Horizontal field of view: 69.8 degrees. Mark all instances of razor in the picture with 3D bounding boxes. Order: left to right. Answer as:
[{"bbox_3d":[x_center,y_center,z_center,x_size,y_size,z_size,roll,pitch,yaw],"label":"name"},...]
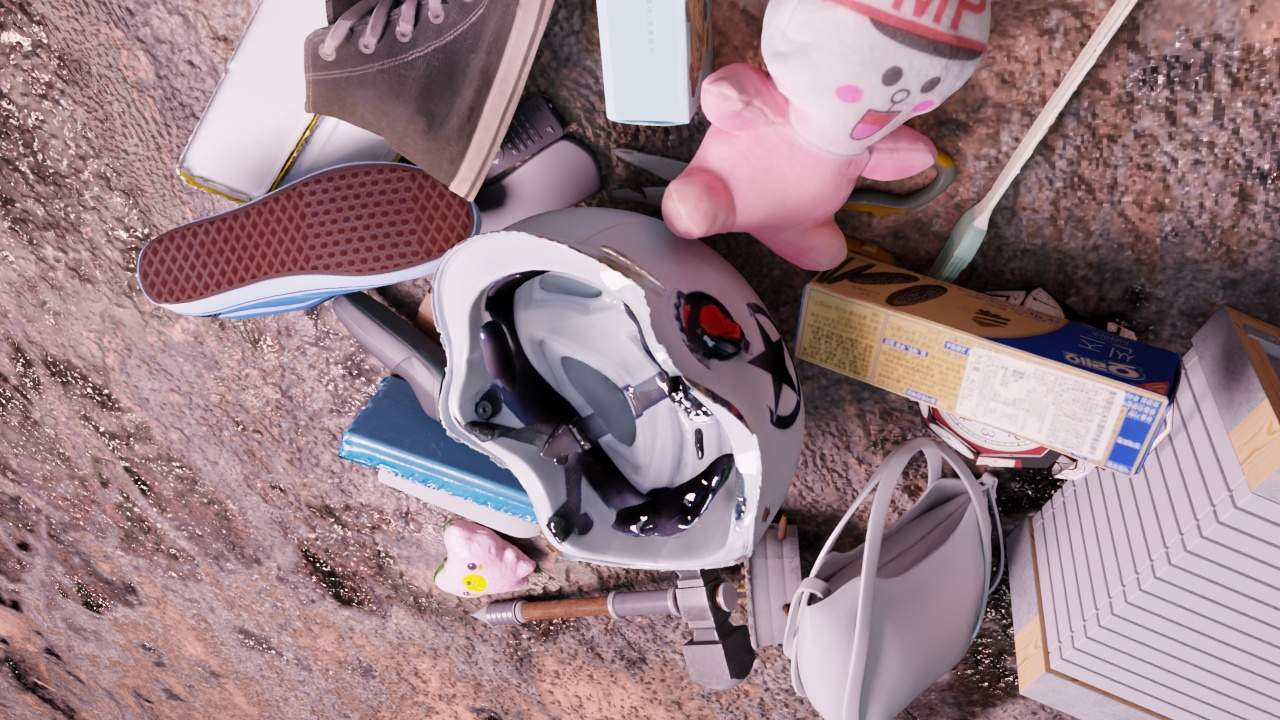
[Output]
[{"bbox_3d":[-0.184,-0.003,0.726,0.143,0.047,0.052,42,126,-11],"label":"razor"}]

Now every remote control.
[{"bbox_3d":[-0.111,-0.140,0.631,0.137,0.015,0.032,-23,116,29],"label":"remote control"},{"bbox_3d":[-0.080,-0.116,0.643,0.125,0.009,0.046,-23,116,30],"label":"remote control"}]

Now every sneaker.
[{"bbox_3d":[-0.226,-0.081,0.666,0.241,0.098,0.083,-11,85,6],"label":"sneaker"},{"bbox_3d":[-0.108,-0.211,0.515,0.120,0.095,0.235,22,132,-15],"label":"sneaker"}]

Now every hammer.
[{"bbox_3d":[-0.050,0.230,0.857,0.323,0.043,0.156,-16,89,37],"label":"hammer"}]

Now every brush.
[{"bbox_3d":[0.224,-0.125,0.527,0.012,0.033,0.218,24,128,-1],"label":"brush"}]

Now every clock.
[{"bbox_3d":[0.109,0.187,0.762,0.056,0.103,0.148,-5,154,9],"label":"clock"},{"bbox_3d":[0.259,0.014,0.591,0.155,0.064,0.115,21,124,24],"label":"clock"}]

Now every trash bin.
[{"bbox_3d":[0.374,0.121,0.591,0.142,0.142,0.248,23,129,0],"label":"trash bin"}]

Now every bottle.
[{"bbox_3d":[-0.129,0.119,0.807,0.195,0.052,0.053,22,129,0],"label":"bottle"}]

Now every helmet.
[{"bbox_3d":[-0.004,0.004,0.610,0.237,0.163,0.264,-22,109,45],"label":"helmet"}]

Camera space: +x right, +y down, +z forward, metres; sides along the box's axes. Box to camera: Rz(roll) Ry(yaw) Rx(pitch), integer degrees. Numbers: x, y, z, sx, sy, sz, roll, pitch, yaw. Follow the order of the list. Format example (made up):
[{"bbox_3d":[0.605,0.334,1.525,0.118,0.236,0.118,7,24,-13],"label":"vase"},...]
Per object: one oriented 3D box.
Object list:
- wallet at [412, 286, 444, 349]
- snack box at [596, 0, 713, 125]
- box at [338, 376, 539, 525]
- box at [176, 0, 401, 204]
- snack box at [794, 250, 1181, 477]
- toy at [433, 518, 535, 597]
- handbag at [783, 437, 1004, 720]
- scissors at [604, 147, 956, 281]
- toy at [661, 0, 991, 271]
[{"bbox_3d":[-0.132,-0.027,0.723,0.087,0.013,0.121,33,132,-8],"label":"wallet"},{"bbox_3d":[0.008,-0.222,0.494,0.053,0.074,0.175,6,127,13],"label":"snack box"},{"bbox_3d":[-0.122,0.086,0.755,0.231,0.092,0.049,18,128,3],"label":"box"},{"bbox_3d":[-0.231,-0.164,0.639,0.129,0.038,0.210,32,130,-23],"label":"box"},{"bbox_3d":[0.199,-0.003,0.544,0.207,0.057,0.056,22,127,25],"label":"snack box"},{"bbox_3d":[-0.149,0.194,0.871,0.093,0.050,0.103,20,132,-3],"label":"toy"},{"bbox_3d":[0.190,0.143,0.670,0.096,0.215,0.223,31,135,45],"label":"handbag"},{"bbox_3d":[0.087,-0.091,0.605,0.226,0.016,0.162,3,126,16],"label":"scissors"},{"bbox_3d":[0.104,-0.149,0.498,0.141,0.084,0.214,11,130,-27],"label":"toy"}]
